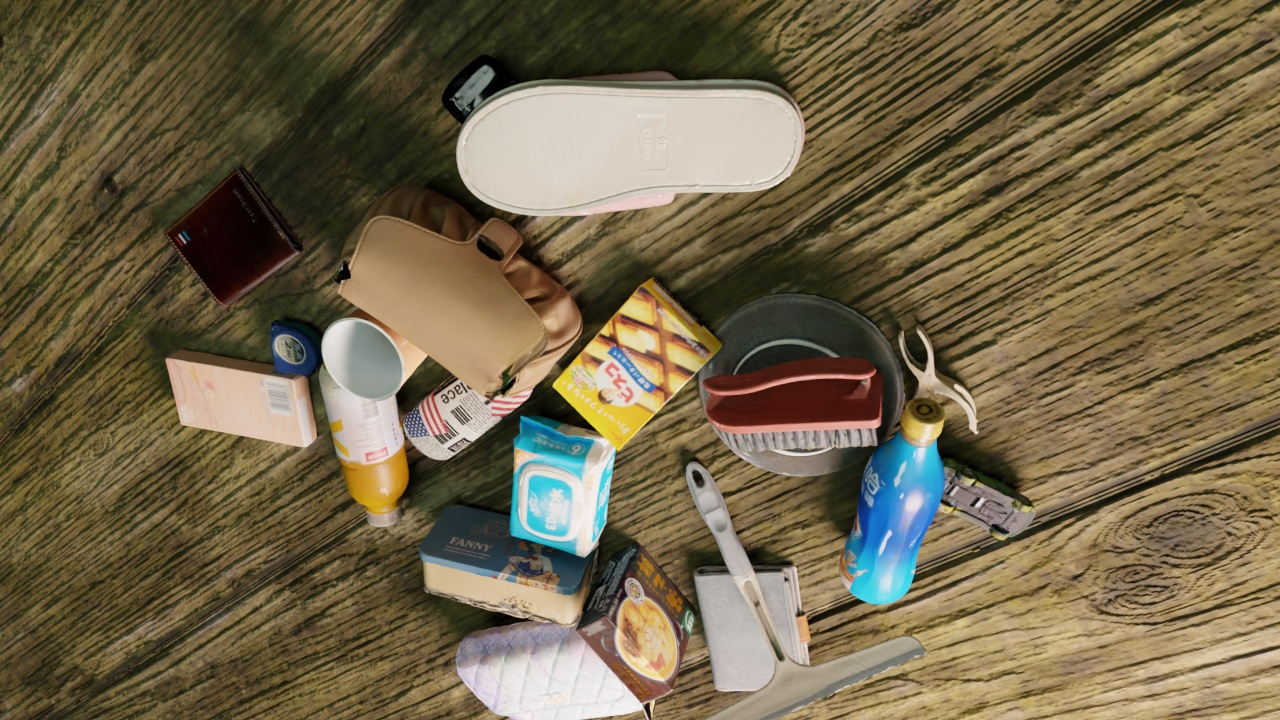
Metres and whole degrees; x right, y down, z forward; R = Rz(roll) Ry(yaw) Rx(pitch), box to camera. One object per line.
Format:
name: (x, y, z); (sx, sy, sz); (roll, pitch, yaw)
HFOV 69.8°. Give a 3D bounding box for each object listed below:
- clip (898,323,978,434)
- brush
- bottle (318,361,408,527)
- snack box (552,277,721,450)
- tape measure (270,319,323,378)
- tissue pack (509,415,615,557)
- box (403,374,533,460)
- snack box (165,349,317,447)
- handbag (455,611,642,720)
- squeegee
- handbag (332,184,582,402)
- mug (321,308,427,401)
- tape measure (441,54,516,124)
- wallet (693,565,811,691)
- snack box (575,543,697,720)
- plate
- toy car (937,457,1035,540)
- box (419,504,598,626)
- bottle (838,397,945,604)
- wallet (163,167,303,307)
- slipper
clip: (0.251, 0.021, 0.751); (0.092, 0.034, 0.103); (5, 109, 20)
brush: (0.123, 0.033, 0.754); (0.146, 0.063, 0.069); (-5, 125, 21)
bottle: (-0.274, 0.081, 0.929); (0.068, 0.067, 0.190); (4, 117, 16)
snack box: (-0.005, 0.005, 0.817); (0.087, 0.033, 0.141); (45, 121, 3)
tape measure: (-0.347, -0.012, 0.929); (0.054, 0.025, 0.058); (10, 122, 10)
tissue pack: (-0.078, 0.121, 0.888); (0.090, 0.063, 0.140); (14, 119, 11)
box: (-0.165, 0.039, 0.893); (0.165, 0.057, 0.071); (-33, 85, 28)
snack box: (-0.425, 0.040, 0.980); (0.157, 0.026, 0.085); (9, 118, 14)
handbag: (-0.085, 0.328, 0.978); (0.194, 0.075, 0.134); (-20, 122, 26)
squeegee: (0.099, 0.208, 0.866); (0.246, 0.039, 0.246); (-25, 85, 3)
handbag: (-0.148, -0.061, 0.770); (0.204, 0.147, 0.100); (36, 123, -7)
mug: (-0.218, -0.025, 0.825); (0.078, 0.122, 0.078); (7, 117, 14)
tape measure: (-0.129, -0.215, 0.738); (0.057, 0.058, 0.039); (-44, 100, 7)
wallet: (0.115, 0.265, 0.913); (0.107, 0.036, 0.130); (-6, 102, 20)
snack box: (0.003, 0.267, 0.908); (0.053, 0.113, 0.125); (-34, 103, 29)
plate: (0.135, 0.029, 0.797); (0.179, 0.024, 0.180); (8, 118, 14)
toy car: (0.290, 0.116, 0.784); (0.091, 0.036, 0.043); (29, 120, 3)
box: (-0.139, 0.206, 0.936); (0.184, 0.089, 0.060); (11, 120, 7)
bottle: (0.214, 0.119, 0.764); (0.065, 0.065, 0.219); (12, 134, 11)
wallet: (-0.398, -0.118, 0.897); (0.122, 0.020, 0.096); (-29, 104, 25)
slipper: (-0.010, -0.172, 0.722); (0.274, 0.054, 0.114); (-4, 118, 8)
